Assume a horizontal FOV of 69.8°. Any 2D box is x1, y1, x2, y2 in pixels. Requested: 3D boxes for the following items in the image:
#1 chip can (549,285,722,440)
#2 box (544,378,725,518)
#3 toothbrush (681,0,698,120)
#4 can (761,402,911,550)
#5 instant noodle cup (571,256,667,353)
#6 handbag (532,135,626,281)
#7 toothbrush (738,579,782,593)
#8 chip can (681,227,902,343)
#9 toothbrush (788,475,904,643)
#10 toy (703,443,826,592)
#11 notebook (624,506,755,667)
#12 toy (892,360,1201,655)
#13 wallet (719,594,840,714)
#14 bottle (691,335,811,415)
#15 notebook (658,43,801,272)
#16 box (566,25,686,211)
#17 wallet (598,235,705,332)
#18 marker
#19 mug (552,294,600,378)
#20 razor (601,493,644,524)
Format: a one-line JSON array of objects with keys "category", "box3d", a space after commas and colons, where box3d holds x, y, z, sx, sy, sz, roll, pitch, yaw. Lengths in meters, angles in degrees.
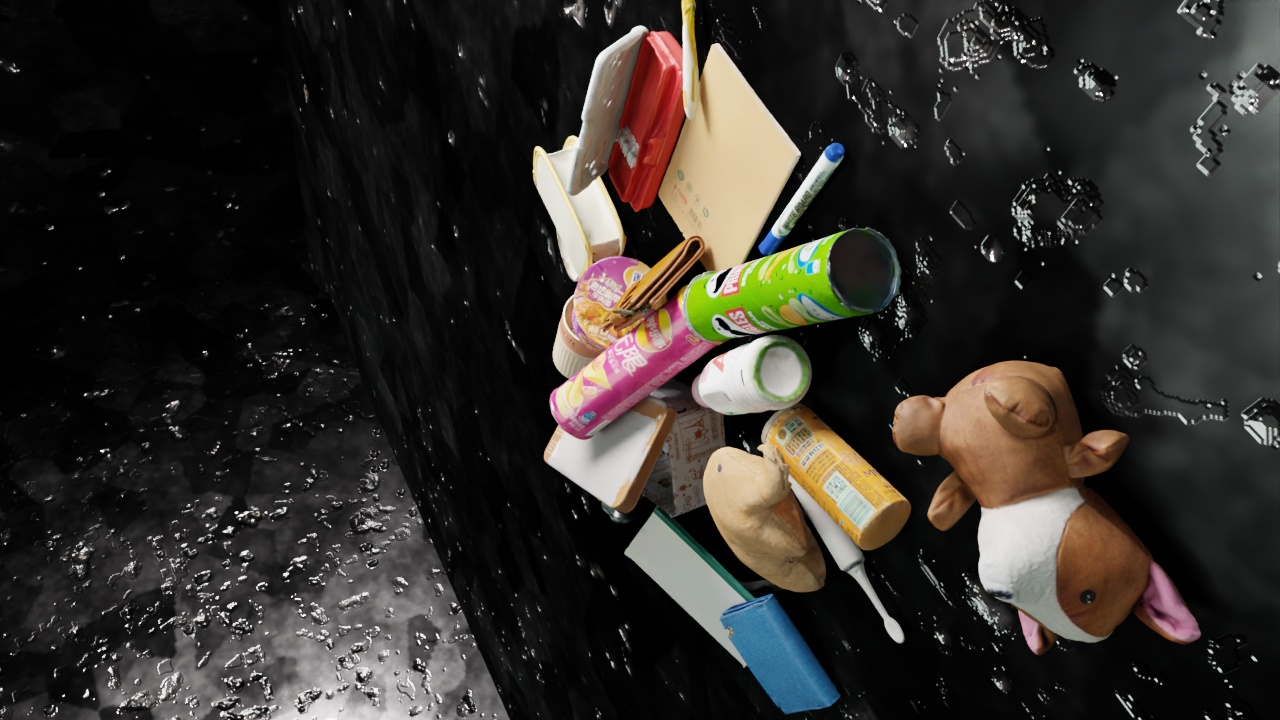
[{"category": "chip can", "box3d": [-0.006, 0.006, 0.994, 0.211, 0.071, 0.071, -37, 70, 30]}, {"category": "box", "box3d": [-0.014, 0.097, 1.076, 0.182, 0.168, 0.151, 27, 131, 57]}, {"category": "toothbrush", "box3d": [0.047, -0.318, 0.842, 0.018, 0.016, 0.191, 23, 123, 48]}, {"category": "can", "box3d": [0.174, 0.102, 0.829, 0.146, 0.058, 0.058, 48, 146, 41]}, {"category": "instant noodle cup", "box3d": [-0.034, -0.058, 1.095, 0.099, 0.111, 0.111, 148, 103, -73]}, {"category": "handbag", "box3d": [-0.081, -0.176, 1.165, 0.163, 0.063, 0.179, 65, 163, 12]}, {"category": "toothbrush", "box3d": [0.118, 0.278, 1.101, 0.027, 0.026, 0.213, 37, 151, -4]}, {"category": "chip can", "box3d": [0.123, -0.061, 0.809, 0.236, 0.072, 0.072, -9, 98, 64]}, {"category": "toothbrush", "box3d": [0.189, 0.170, 0.882, 0.221, 0.027, 0.026, 60, -169, 22]}, {"category": "toy", "box3d": [0.113, 0.138, 0.880, 0.143, 0.082, 0.226, 33, 161, 36]}, {"category": "notebook", "box3d": [0.075, 0.279, 1.117, 0.209, 0.012, 0.151, 43, 147, 12]}, {"category": "toy", "box3d": [0.258, 0.101, 0.600, 0.140, 0.130, 0.199, -25, 94, 59]}, {"category": "wallet", "box3d": [0.154, 0.328, 1.026, 0.133, 0.040, 0.107, 57, 146, 7]}, {"category": "bottle", "box3d": [0.099, 0.021, 0.909, 0.197, 0.068, 0.068, 157, 94, -73]}, {"category": "notebook", "box3d": [0.078, -0.178, 0.894, 0.147, 0.008, 0.208, 60, 152, 23]}, {"category": "box", "box3d": [-0.024, -0.242, 0.952, 0.095, 0.099, 0.202, 61, 153, 23]}, {"category": "wallet", "box3d": [0.007, -0.072, 0.979, 0.035, 0.118, 0.131, 48, 160, -5]}, {"category": "marker", "box3d": [0.138, -0.136, 0.792, 0.017, 0.016, 0.146, 63, 153, 18]}, {"category": "mug", "box3d": [-0.070, -0.043, 1.212, 0.106, 0.081, 0.114, 115, 158, -58]}, {"category": "razor", "box3d": [-0.037, 0.146, 1.294, 0.068, 0.062, 0.167, -11, 92, 35]}]
